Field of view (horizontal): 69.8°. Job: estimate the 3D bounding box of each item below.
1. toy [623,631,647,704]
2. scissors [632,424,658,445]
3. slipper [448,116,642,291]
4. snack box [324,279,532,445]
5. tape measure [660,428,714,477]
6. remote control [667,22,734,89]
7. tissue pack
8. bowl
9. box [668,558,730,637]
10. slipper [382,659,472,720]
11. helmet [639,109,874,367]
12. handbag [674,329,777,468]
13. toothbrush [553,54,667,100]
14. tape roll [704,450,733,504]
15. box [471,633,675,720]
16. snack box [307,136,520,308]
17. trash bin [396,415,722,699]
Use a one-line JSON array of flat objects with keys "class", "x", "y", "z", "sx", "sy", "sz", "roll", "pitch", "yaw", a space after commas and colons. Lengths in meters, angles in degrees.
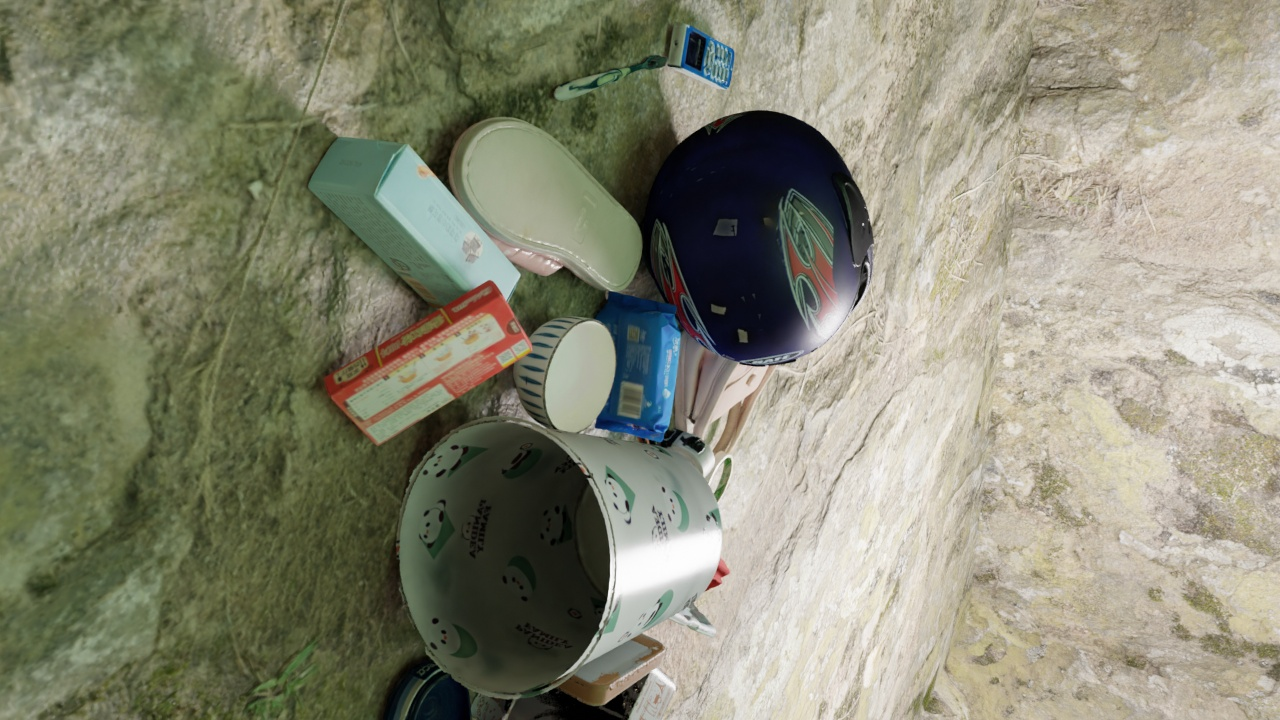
[{"class": "toy", "x": -0.040, "y": 0.360, "z": 1.109, "sx": 0.143, "sy": 0.083, "sz": 0.226, "roll": -21, "pitch": 114, "yaw": -61}, {"class": "scissors", "x": 0.011, "y": 0.134, "z": 1.104, "sx": 0.188, "sy": 0.015, "sz": 0.225, "roll": -18, "pitch": 98, "yaw": -56}, {"class": "slipper", "x": -0.087, "y": -0.138, "z": 0.859, "sx": 0.274, "sy": 0.054, "sz": 0.114, "roll": 25, "pitch": 80, "yaw": -55}, {"class": "snack box", "x": -0.167, "y": 0.003, "z": 0.735, "sx": 0.153, "sy": 0.025, "sz": 0.075, "roll": -32, "pitch": 141, "yaw": -6}, {"class": "tape measure", "x": 0.061, "y": 0.126, "z": 1.184, "sx": 0.033, "sy": 0.066, "sz": 0.066, "roll": -45, "pitch": 137, "yaw": -39}, {"class": "remote control", "x": 0.071, "y": -0.348, "z": 1.057, "sx": 0.124, "sy": 0.024, "sz": 0.049, "roll": -4, "pitch": 105, "yaw": -59}, {"class": "tissue pack", "x": -0.006, "y": 0.006, "z": 1.006, "sx": 0.052, "sy": 0.095, "sz": 0.157, "roll": -8, "pitch": 106, "yaw": -58}, {"class": "bowl", "x": -0.083, "y": 0.010, "z": 0.911, "sx": 0.116, "sy": 0.066, "sz": 0.116, "roll": -28, "pitch": 125, "yaw": -50}, {"class": "box", "x": 0.062, "y": 0.306, "z": 1.219, "sx": 0.095, "sy": 0.101, "sz": 0.201, "roll": -31, "pitch": 147, "yaw": 10}, {"class": "slipper", "x": -0.193, "y": 0.412, "z": 0.866, "sx": 0.105, "sy": 0.095, "sz": 0.253, "roll": 2, "pitch": 96, "yaw": -55}, {"class": "helmet", "x": 0.137, "y": -0.112, "z": 1.028, "sx": 0.315, "sy": 0.248, "sz": 0.239, "roll": 60, "pitch": 33, "yaw": -35}, {"class": "handbag", "x": 0.115, "y": 0.045, "z": 1.242, "sx": 0.192, "sy": 0.093, "sz": 0.235, "roll": -25, "pitch": 133, "yaw": -52}, {"class": "toothbrush", "x": -0.026, "y": -0.289, "z": 0.932, "sx": 0.191, "sy": 0.018, "sz": 0.016, "roll": -37, "pitch": 132, "yaw": -46}, {"class": "tape roll", "x": 0.101, "y": 0.165, "z": 1.247, "sx": 0.085, "sy": 0.014, "sz": 0.086, "roll": -45, "pitch": 147, "yaw": -41}, {"class": "box", "x": -0.081, "y": 0.315, "z": 0.920, "sx": 0.154, "sy": 0.183, "sz": 0.185, "roll": -64, "pitch": 146, "yaw": -21}, {"class": "snack box", "x": -0.171, "y": -0.099, "z": 0.719, "sx": 0.051, "sy": 0.074, "sz": 0.175, "roll": -65, "pitch": 147, "yaw": -19}, {"class": "trash bin", "x": -0.056, "y": 0.169, "z": 0.860, "sx": 0.251, "sy": 0.230, "sz": 0.229, "roll": 7, "pitch": 95, "yaw": -60}]
